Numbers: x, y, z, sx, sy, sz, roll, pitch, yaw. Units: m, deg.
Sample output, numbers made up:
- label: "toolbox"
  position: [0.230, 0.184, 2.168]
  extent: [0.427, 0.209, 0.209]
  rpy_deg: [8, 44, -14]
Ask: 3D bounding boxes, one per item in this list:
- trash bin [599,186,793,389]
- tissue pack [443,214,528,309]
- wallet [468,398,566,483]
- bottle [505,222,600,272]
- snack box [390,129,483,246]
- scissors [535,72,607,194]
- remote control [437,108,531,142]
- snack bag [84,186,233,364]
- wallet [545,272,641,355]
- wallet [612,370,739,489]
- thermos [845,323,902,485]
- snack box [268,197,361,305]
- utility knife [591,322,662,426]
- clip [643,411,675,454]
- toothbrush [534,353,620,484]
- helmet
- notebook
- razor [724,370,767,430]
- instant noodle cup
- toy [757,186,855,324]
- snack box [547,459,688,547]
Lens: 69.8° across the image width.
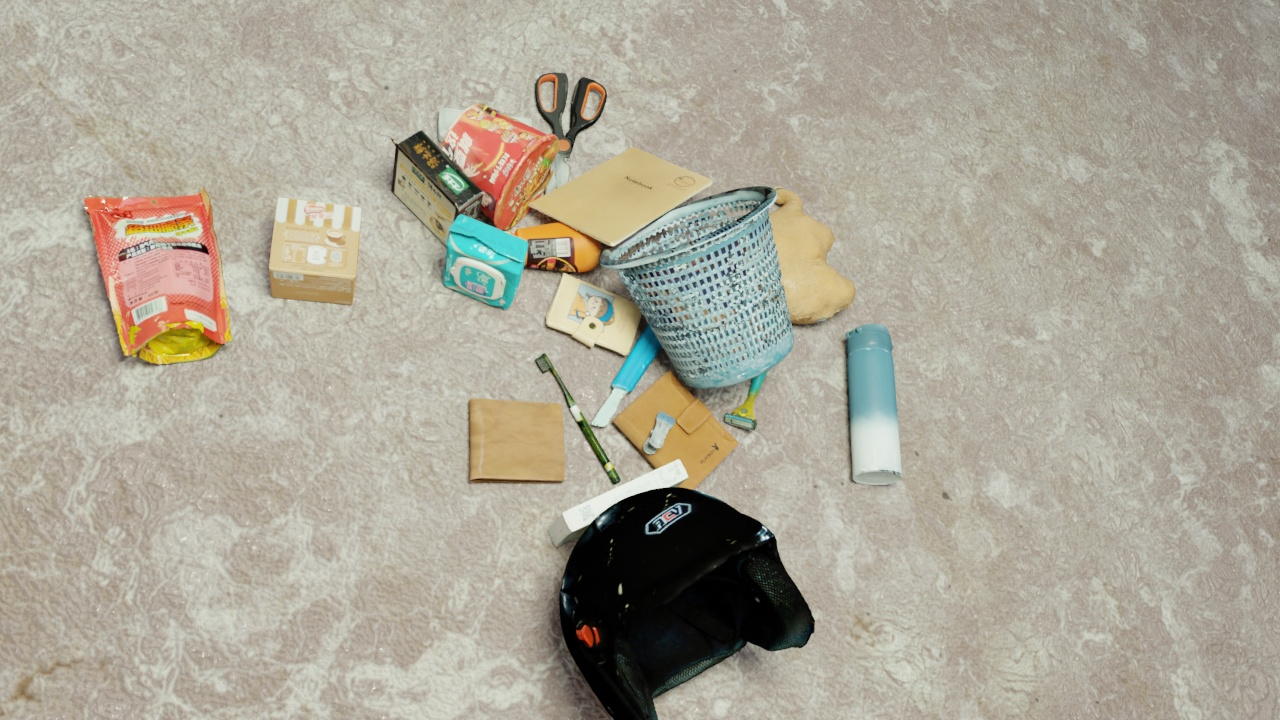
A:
- label: "trash bin"
  position: [0.088, -0.080, 1.128]
  extent: [0.226, 0.227, 0.195]
  rpy_deg: [-32, 111, -27]
- label: "tissue pack"
  position: [-0.187, -0.117, 1.098]
  extent: [0.093, 0.134, 0.050]
  rpy_deg: [22, 67, -5]
- label: "wallet"
  position: [-0.146, 0.096, 1.088]
  extent: [0.115, 0.020, 0.101]
  rpy_deg: [5, 66, -20]
- label: "bottle"
  position: [-0.128, -0.145, 1.174]
  extent: [0.149, 0.067, 0.066]
  rpy_deg: [-2, 69, -13]
- label: "snack box"
  position: [-0.251, -0.209, 1.119]
  extent: [0.113, 0.126, 0.053]
  rpy_deg: [45, 61, 4]
- label: "scissors"
  position: [-0.120, -0.307, 1.269]
  extent: [0.161, 0.022, 0.233]
  rpy_deg: [31, 66, 3]
- label: "remote control"
  position: [-0.209, -0.311, 1.235]
  extent: [0.124, 0.024, 0.049]
  rpy_deg: [3, 68, -18]
- label: "snack bag"
  position: [-0.530, -0.101, 1.019]
  extent: [0.128, 0.073, 0.207]
  rpy_deg: [-12, 67, -27]
- label: "wallet"
  position: [-0.060, -0.056, 1.179]
  extent: [0.115, 0.024, 0.087]
  rpy_deg: [23, 58, -9]
- label: "wallet"
  position: [0.045, 0.091, 1.148]
  extent: [0.107, 0.031, 0.132]
  rpy_deg: [-40, 86, -26]
- label: "thermos"
  position: [0.314, 0.055, 1.234]
  extent: [0.070, 0.070, 0.220]
  rpy_deg: [10, 65, -15]
- label: "snack box"
  position: [-0.377, -0.126, 1.069]
  extent: [0.092, 0.077, 0.094]
  rpy_deg: [5, 67, -17]
- label: "utility knife"
  position: [-0.007, 0.007, 1.170]
  extent: [0.034, 0.018, 0.202]
  rpy_deg: [35, 60, -4]
- label: "clip"
  position: [0.023, 0.087, 1.116]
  extent: [0.024, 0.026, 0.056]
  rpy_deg: [33, 57, -4]
- label: "toothbrush"
  position: [-0.077, 0.072, 1.125]
  extent: [0.017, 0.012, 0.186]
  rpy_deg: [-28, 79, -21]
- label: "helmet"
  position: [0.029, 0.243, 0.948]
  extent: [0.232, 0.275, 0.230]
  rpy_deg: [-24, 51, -30]
- label: "notebook"
  position: [-0.024, -0.221, 1.213]
  extent: [0.148, 0.008, 0.207]
  rpy_deg: [29, 48, 29]
- label: "razor"
  position: [0.151, 0.030, 1.210]
  extent: [0.043, 0.028, 0.132]
  rpy_deg: [12, 63, 21]
- label: "instant noodle cup"
  position: [-0.185, -0.250, 1.161]
  extent: [0.108, 0.138, 0.137]
  rpy_deg: [33, 61, 6]
- label: "toy"
  position: [0.211, -0.155, 1.285]
  extent: [0.143, 0.083, 0.225]
  rpy_deg: [-7, 67, -26]
- label: "snack box"
  position: [-0.026, 0.165, 1.060]
  extent: [0.156, 0.085, 0.027]
  rpy_deg: [-21, 75, -25]
